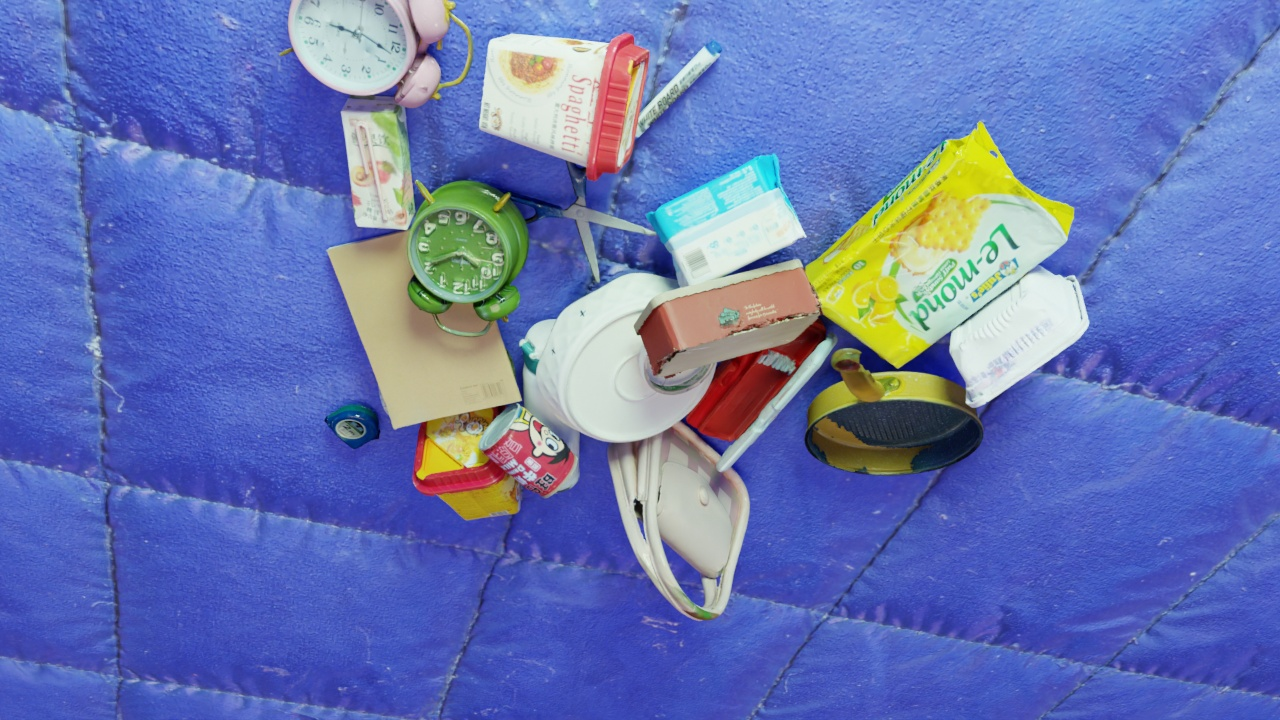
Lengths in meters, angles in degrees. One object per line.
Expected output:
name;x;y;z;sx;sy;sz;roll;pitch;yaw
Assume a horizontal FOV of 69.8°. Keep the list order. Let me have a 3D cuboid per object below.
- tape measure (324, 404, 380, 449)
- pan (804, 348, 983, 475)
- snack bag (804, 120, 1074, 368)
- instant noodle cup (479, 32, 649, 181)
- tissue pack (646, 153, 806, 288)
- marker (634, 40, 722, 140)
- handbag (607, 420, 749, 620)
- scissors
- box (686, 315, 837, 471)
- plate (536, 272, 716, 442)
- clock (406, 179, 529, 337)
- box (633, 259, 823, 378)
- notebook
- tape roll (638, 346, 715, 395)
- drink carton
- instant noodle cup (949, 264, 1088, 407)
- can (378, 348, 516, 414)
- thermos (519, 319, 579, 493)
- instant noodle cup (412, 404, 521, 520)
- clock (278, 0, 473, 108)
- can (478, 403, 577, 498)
tape measure;-0.342;0.077;1.102;0.055;0.025;0.058;-24;130;17
pan;0.257;0.053;0.987;0.198;0.078;0.357;-9;147;22
snack bag;0.286;-0.109;0.921;0.158;0.068;0.247;32;124;-23
instant noodle cup;-0.066;-0.227;0.789;0.124;0.116;0.116;13;115;3
tissue pack;0.084;-0.132;0.889;0.140;0.063;0.090;-25;93;18
marker;0.019;-0.237;0.843;0.017;0.016;0.146;35;122;-26
handbag;0.049;0.196;1.070;0.094;0.233;0.193;-30;125;24
scissors;-0.066;-0.155;0.895;0.174;0.012;0.163;14;122;5
box;0.137;0.040;1.028;0.095;0.098;0.202;22;126;-19
plate;-0.006;0.006;0.987;0.204;0.045;0.205;-12;126;-17
clock;-0.173;-0.097;0.906;0.116;0.056;0.161;8;118;5
box;0.088;-0.033;0.899;0.168;0.077;0.091;-15;164;-21
notebook;-0.226;-0.035;0.974;0.149;0.012;0.211;-12;111;8
tape roll;0.040;-0.002;0.965;0.085;0.014;0.086;-12;126;-18
drink carton;-0.246;-0.185;0.866;0.053;0.045;0.123;4;130;-3
instant noodle cup;0.374;-0.038;0.932;0.060;0.173;0.138;45;120;-3
can;-0.218;0.025;1.037;0.147;0.058;0.058;-10;130;8
thermos;-0.100;0.053;1.059;0.073;0.073;0.225;2;130;-2
instant noodle cup;-0.197;0.126;1.097;0.116;0.116;0.124;-10;142;9
clock;-0.221;-0.278;0.778;0.158;0.059;0.117;13;130;-13
can;-0.123;0.101;1.013;0.067;0.066;0.094;-38;110;27
